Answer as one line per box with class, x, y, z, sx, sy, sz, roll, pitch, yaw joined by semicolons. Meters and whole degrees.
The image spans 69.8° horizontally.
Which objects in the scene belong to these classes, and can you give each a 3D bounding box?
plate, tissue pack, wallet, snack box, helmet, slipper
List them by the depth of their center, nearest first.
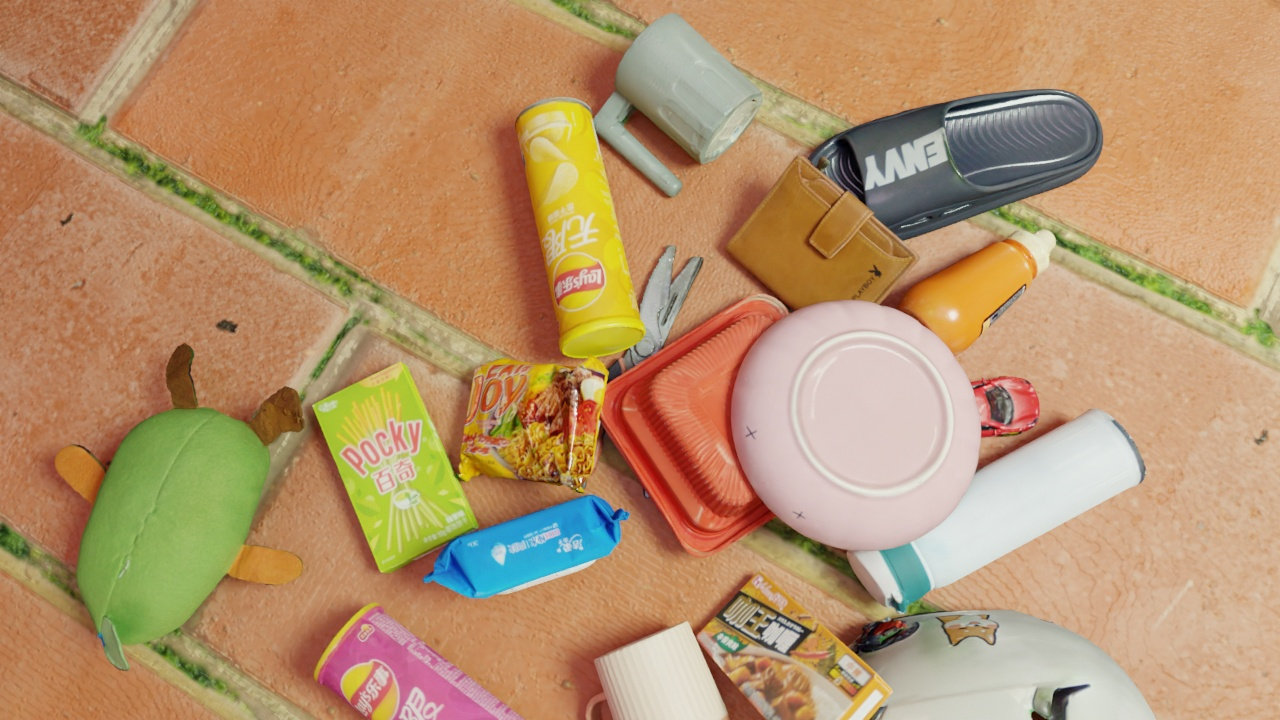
helmet;0.234;0.289;0.627;0.274;0.157;0.230;-12;77;1
snack box;0.106;0.219;0.663;0.075;0.154;0.026;-46;117;-6
plate;0.164;0.041;0.674;0.192;0.039;0.192;2;75;-7
tissue pack;-0.083;0.145;0.712;0.157;0.095;0.052;-18;83;0
wallet;0.152;-0.094;0.755;0.130;0.035;0.119;44;123;12
slipper;0.260;-0.177;0.765;0.268;0.083;0.110;-15;75;0
snack box;-0.205;0.088;0.766;0.086;0.026;0.156;-26;77;-3

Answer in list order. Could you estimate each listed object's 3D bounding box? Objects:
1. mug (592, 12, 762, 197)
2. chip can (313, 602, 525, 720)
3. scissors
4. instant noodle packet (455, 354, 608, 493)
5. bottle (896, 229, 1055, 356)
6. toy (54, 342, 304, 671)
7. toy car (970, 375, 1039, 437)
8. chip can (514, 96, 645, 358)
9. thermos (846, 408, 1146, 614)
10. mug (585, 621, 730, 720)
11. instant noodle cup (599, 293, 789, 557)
mug;0.030;-0.218;0.798;0.103;0.083;0.124;44;110;10
chip can;-0.144;0.276;0.698;0.210;0.071;0.071;34;82;9
scissors;0.009;0.011;0.776;0.201;0.015;0.206;-28;76;-2
instant noodle packet;-0.090;0.048;0.739;0.129;0.044;0.110;1;74;35
bottle;0.282;-0.062;0.753;0.149;0.067;0.066;-34;78;-12
toy;-0.372;0.116;0.740;0.227;0.090;0.246;24;84;9
toy car;0.271;0.040;0.744;0.106;0.031;0.049;-7;78;0
chip can;-0.052;-0.112;0.769;0.072;0.072;0.213;-13;74;1
thermos;0.268;0.116;0.710;0.224;0.073;0.073;-27;77;-2
mug;0.008;0.267;0.693;0.115;0.081;0.106;-30;74;27
instant noodle cup;0.079;0.043;0.725;0.188;0.079;0.164;-33;81;-14
